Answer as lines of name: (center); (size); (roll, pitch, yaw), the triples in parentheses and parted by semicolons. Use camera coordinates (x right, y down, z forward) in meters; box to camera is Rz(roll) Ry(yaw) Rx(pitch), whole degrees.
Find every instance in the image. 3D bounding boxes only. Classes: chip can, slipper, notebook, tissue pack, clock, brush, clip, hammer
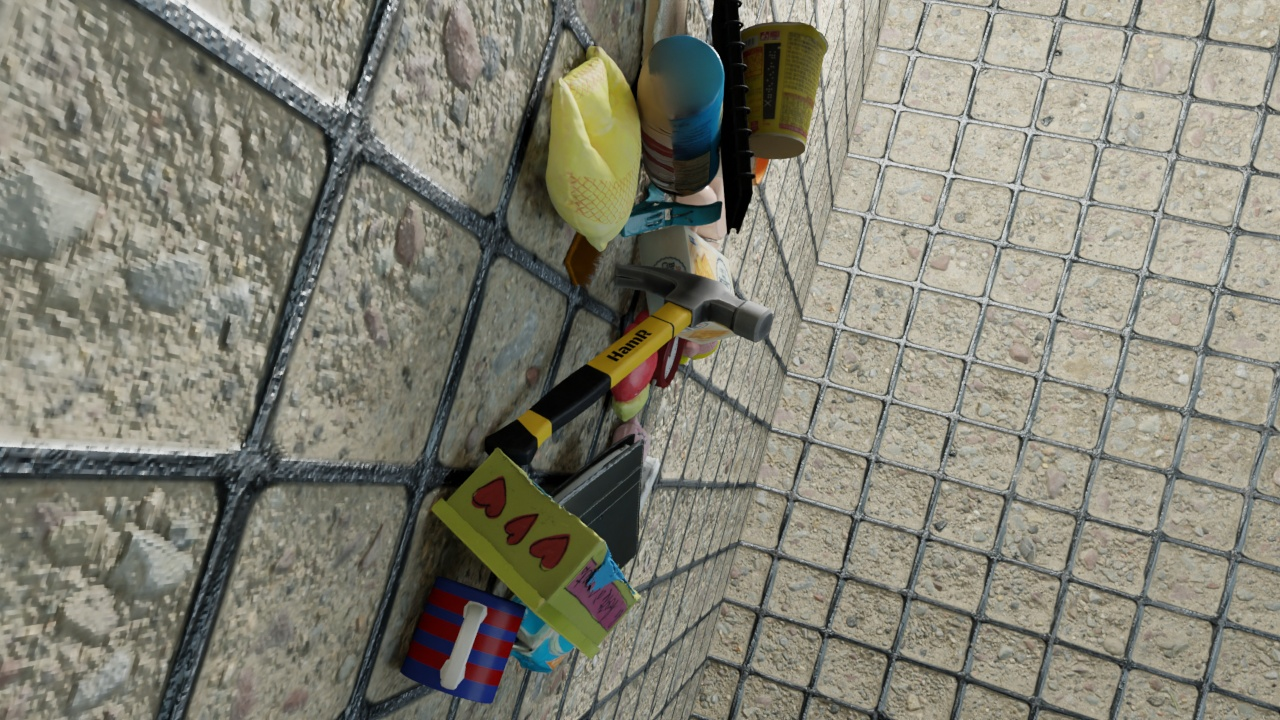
chip can: (0.037, -0.217, 0.850); (0.229, 0.080, 0.079); (58, 48, -83)
slipper: (0.042, -0.370, 0.842); (0.114, 0.054, 0.273); (-62, 163, -59)
notebook: (-0.057, 0.188, 0.984); (0.169, 0.029, 0.209); (-37, 148, -35)
tissue pack: (-0.077, 0.243, 0.917); (0.144, 0.062, 0.093); (-47, 151, -18)
clock: (0.025, -0.020, 1.131); (0.087, 0.044, 0.124); (8, 98, -75)
brush: (-0.036, -0.130, 0.851); (0.048, 0.017, 0.126); (73, 35, -63)
clock: (0.100, -0.215, 1.156); (0.160, 0.086, 0.131); (-62, 161, -22)
clip: (0.024, -0.166, 0.974); (0.118, 0.120, 0.033); (-110, -160, -52)
notebook: (0.088, -0.255, 0.897); (0.169, 0.019, 0.231); (71, 15, -85)
hammer: (-0.025, -0.001, 0.848); (0.323, 0.170, 0.034); (-39, 144, -42)

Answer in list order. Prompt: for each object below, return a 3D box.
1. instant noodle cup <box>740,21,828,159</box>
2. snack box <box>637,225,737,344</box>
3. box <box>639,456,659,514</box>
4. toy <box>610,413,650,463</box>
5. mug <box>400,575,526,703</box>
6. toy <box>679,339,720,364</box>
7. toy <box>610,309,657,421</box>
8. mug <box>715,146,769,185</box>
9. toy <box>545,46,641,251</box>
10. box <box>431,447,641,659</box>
instant noodle cup: (0.138, -0.270, 0.940); (0.100, 0.100, 0.112); (28, 66, -75)
snack box: (0.062, -0.083, 1.080); (0.207, 0.058, 0.104); (14, 66, -70)
box: (-0.027, 0.221, 1.175); (0.118, 0.063, 0.213); (69, 38, -69)
toy: (-0.018, 0.115, 1.107); (0.064, 0.047, 0.109); (79, 32, -42)
mug: (-0.133, 0.212, 0.695); (0.112, 0.075, 0.076); (127, -17, -74)
toy: (0.073, -0.046, 1.257); (0.131, 0.097, 0.124); (53, 45, -49)
toy: (-0.006, 0.006, 1.041); (0.091, 0.045, 0.135); (-57, 159, -56)
mug: (0.090, -0.246, 1.026); (0.082, 0.105, 0.082); (16, 89, -76)
toy: (-0.035, -0.166, 0.742); (0.170, 0.065, 0.155); (-68, 154, -53)
box: (-0.079, 0.167, 0.762); (0.079, 0.124, 0.221); (-48, 159, -12)
